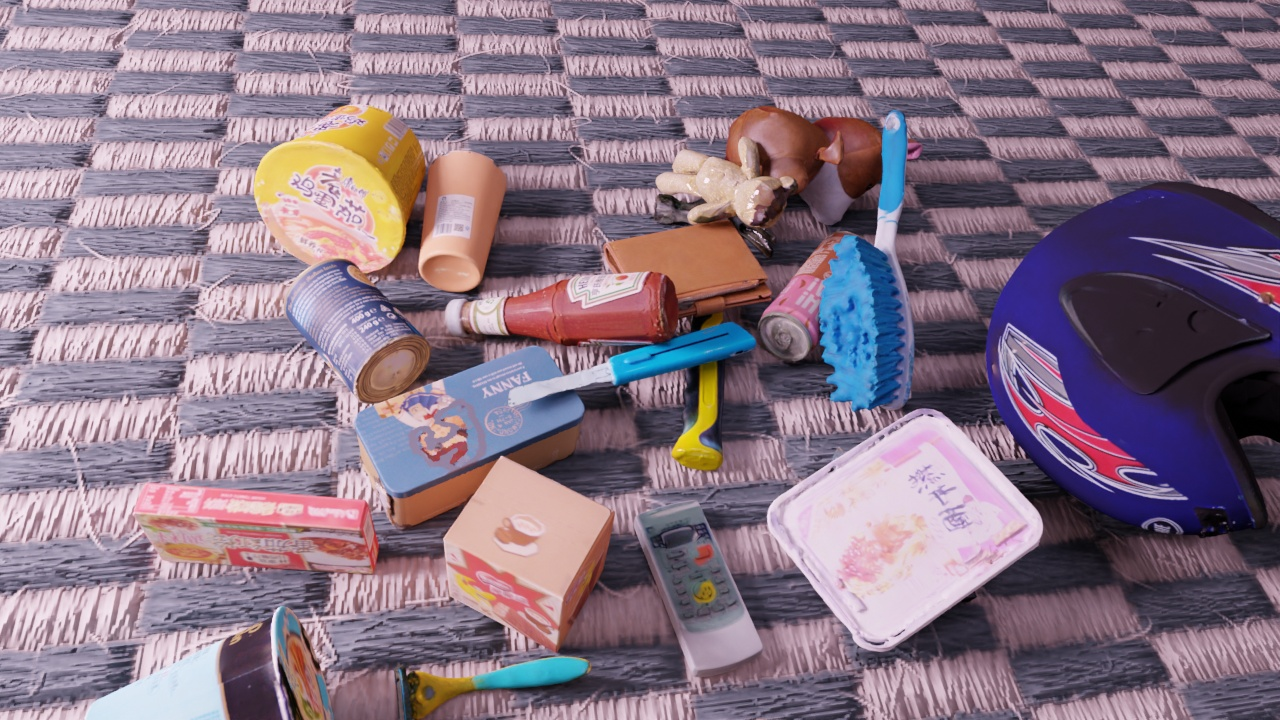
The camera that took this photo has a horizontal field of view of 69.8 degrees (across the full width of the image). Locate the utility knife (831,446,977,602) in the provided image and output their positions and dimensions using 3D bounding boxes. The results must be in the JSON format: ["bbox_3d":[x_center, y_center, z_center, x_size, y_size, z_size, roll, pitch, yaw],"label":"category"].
[{"bbox_3d":[0.211,0.134,0.754,0.033,0.015,0.164,-26,59,-23],"label":"utility knife"}]

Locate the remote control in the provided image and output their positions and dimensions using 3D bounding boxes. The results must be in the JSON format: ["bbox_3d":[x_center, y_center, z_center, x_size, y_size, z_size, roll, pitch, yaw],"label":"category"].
[{"bbox_3d":[0.042,0.170,0.697,0.056,0.019,0.135,-11,54,-18],"label":"remote control"}]

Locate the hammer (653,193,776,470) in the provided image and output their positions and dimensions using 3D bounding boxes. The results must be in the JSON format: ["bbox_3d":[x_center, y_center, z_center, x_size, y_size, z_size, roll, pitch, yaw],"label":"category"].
[{"bbox_3d":[0.066,-0.038,0.863,0.126,0.032,0.322,7,50,-2],"label":"hammer"}]

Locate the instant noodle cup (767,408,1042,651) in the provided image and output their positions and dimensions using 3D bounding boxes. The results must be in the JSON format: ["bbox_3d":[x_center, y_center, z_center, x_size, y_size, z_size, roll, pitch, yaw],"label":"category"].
[{"bbox_3d":[0.198,0.133,0.709,0.173,0.060,0.138,-29,60,-14],"label":"instant noodle cup"}]

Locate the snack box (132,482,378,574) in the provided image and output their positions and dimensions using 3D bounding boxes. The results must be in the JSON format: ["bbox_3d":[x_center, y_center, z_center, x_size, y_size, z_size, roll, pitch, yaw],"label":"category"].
[{"bbox_3d":[-0.268,0.121,0.653,0.153,0.075,0.025,5,52,-5],"label":"snack box"}]

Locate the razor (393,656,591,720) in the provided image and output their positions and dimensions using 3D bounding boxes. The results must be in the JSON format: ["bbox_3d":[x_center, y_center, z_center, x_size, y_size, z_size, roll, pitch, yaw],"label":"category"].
[{"bbox_3d":[-0.100,0.220,0.628,0.132,0.028,0.043,-7,76,-10],"label":"razor"}]

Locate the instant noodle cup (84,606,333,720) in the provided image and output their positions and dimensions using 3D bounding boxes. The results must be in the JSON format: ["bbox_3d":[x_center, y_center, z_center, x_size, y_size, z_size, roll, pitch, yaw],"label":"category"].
[{"bbox_3d":[-0.262,0.224,0.560,0.120,0.111,0.111,-18,56,-11],"label":"instant noodle cup"}]

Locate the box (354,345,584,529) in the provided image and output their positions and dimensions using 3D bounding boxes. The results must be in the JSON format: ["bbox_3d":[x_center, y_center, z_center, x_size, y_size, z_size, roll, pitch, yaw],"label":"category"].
[{"bbox_3d":[-0.130,0.057,0.737,0.184,0.062,0.090,-25,60,-24],"label":"box"}]

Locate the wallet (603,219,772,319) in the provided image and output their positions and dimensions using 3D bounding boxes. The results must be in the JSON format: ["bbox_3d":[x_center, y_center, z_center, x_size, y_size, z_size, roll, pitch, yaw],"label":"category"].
[{"bbox_3d":[0.045,-0.084,0.856,0.131,0.031,0.107,-14,51,-18],"label":"wallet"}]

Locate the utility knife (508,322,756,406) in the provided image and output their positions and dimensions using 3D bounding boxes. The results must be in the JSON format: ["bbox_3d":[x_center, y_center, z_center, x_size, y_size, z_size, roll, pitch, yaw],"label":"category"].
[{"bbox_3d":[-0.005,0.004,0.766,0.236,0.018,0.034,-16,53,-29],"label":"utility knife"}]

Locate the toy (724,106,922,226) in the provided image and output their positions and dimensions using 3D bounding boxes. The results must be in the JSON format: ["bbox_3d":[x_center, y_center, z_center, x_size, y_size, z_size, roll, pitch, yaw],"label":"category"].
[{"bbox_3d":[0.184,-0.204,0.963,0.199,0.130,0.140,-14,16,-32],"label":"toy"}]

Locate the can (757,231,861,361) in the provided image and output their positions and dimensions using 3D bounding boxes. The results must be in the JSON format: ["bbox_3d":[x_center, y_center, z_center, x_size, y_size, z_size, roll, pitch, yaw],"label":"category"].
[{"bbox_3d":[0.171,-0.064,0.882,0.058,0.058,0.146,31,53,16],"label":"can"}]

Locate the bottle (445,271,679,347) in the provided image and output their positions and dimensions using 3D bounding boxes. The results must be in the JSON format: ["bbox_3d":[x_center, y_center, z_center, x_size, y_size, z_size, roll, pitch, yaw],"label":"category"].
[{"bbox_3d":[-0.071,-0.042,0.796,0.206,0.060,0.059,-2,48,18],"label":"bottle"}]

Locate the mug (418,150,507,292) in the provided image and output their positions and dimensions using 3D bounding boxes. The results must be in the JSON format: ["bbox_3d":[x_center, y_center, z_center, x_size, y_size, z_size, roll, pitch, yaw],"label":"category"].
[{"bbox_3d":[-0.172,-0.130,0.875,0.078,0.078,0.122,5,55,-5],"label":"mug"}]

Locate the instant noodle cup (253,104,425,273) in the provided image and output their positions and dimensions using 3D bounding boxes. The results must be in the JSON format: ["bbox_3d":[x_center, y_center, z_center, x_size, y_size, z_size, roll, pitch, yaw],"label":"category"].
[{"bbox_3d":[-0.269,-0.166,0.854,0.138,0.138,0.109,12,41,1],"label":"instant noodle cup"}]

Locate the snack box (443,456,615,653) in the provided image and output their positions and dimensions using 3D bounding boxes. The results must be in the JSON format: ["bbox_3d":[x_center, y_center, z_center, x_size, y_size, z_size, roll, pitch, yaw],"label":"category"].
[{"bbox_3d":[-0.080,0.139,0.655,0.093,0.095,0.076,25,52,11],"label":"snack box"}]

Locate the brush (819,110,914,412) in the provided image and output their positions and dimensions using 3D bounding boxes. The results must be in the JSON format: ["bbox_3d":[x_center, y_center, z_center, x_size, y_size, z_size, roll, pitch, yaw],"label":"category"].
[{"bbox_3d":[0.219,-0.103,0.854,0.109,0.061,0.314,9,74,-40],"label":"brush"}]

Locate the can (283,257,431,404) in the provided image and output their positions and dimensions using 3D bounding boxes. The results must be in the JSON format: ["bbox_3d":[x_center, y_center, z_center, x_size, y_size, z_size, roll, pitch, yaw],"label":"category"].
[{"bbox_3d":[-0.238,-0.024,0.775,0.075,0.075,0.111,-33,63,-30],"label":"can"}]

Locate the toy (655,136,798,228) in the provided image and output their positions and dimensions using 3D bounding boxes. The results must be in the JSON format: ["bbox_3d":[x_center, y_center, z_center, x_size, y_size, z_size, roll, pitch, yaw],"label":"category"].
[{"bbox_3d":[0.078,-0.168,0.894,0.105,0.066,0.157,-48,46,-14],"label":"toy"}]

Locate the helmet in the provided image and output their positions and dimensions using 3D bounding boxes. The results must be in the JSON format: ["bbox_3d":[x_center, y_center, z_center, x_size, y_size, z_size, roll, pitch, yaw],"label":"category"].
[{"bbox_3d":[0.430,0.021,0.732,0.240,0.247,0.315,-49,56,10],"label":"helmet"}]
